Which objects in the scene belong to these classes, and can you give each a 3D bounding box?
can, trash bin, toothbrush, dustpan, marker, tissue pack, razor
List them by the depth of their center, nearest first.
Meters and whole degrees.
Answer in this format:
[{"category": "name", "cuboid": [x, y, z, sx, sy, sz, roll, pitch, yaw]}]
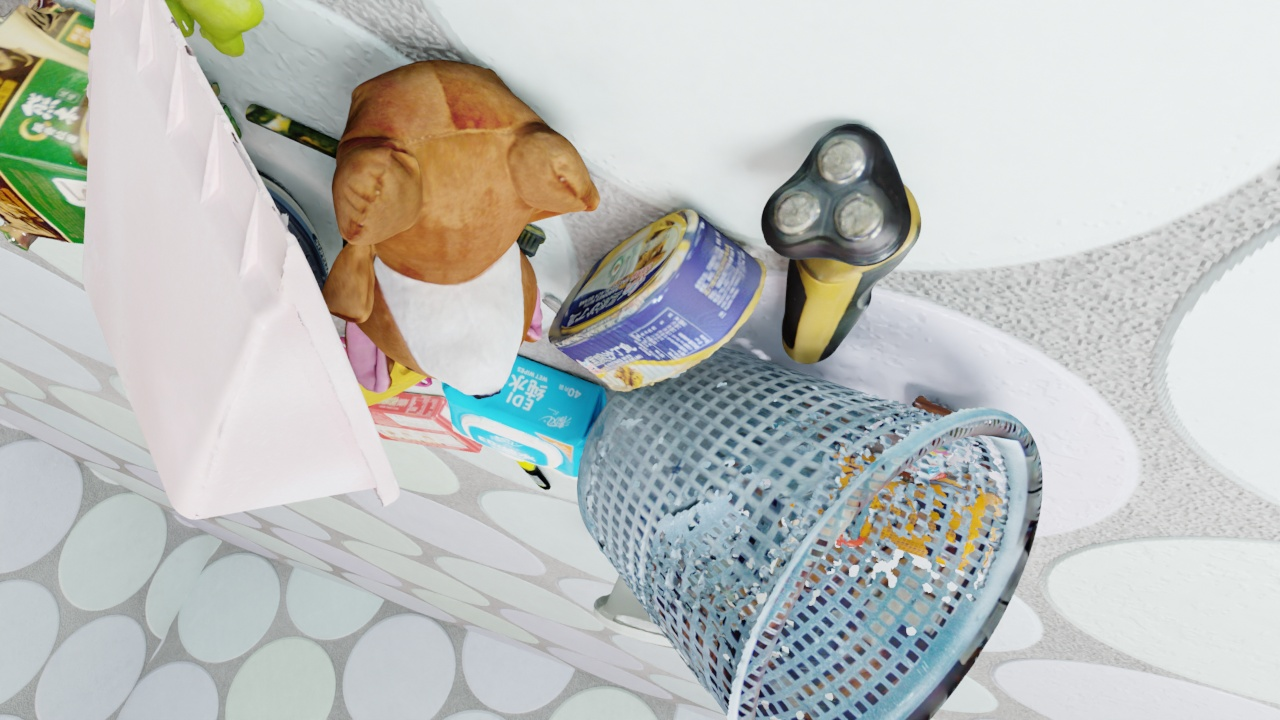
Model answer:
[{"category": "razor", "cuboid": [0.086, -0.040, 0.432, 0.067, 0.062, 0.168, -12, 159, -2]}, {"category": "dustpan", "cuboid": [-0.173, -0.046, 0.449, 0.138, 0.222, 0.274, -10, 148, -42]}, {"category": "can", "cuboid": [0.004, -0.030, 0.495, 0.049, 0.074, 0.148, 35, 155, -19]}, {"category": "trash bin", "cuboid": [0.074, 0.092, 0.521, 0.195, 0.226, 0.226, 33, 169, 45]}, {"category": "toothbrush", "cuboid": [-0.142, -0.104, 0.533, 0.186, 0.017, 0.012, 24, 163, -3]}, {"category": "can", "cuboid": [0.172, 0.098, 0.633, 0.146, 0.058, 0.058, 18, 155, 10]}, {"category": "tissue pack", "cuboid": [-0.090, 0.044, 0.737, 0.140, 0.063, 0.090, 21, 156, 4]}, {"category": "marker", "cuboid": [-0.114, 0.112, 0.959, 0.018, 0.015, 0.124, 15, 158, 17]}, {"category": "dustpan", "cuboid": [0.076, 0.267, 0.965, 0.223, 0.142, 0.258, 5, 149, 34]}]

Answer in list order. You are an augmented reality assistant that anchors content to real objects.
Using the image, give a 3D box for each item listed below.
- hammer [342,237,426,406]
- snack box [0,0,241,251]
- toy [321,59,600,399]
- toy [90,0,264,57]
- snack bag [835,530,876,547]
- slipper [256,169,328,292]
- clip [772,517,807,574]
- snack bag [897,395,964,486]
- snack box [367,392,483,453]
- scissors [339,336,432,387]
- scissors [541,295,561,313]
[{"category": "hammer", "cuboid": [-0.182, -0.035, 0.612, 0.033, 0.128, 0.302, 62, 155, 16]}, {"category": "snack box", "cuboid": [-0.306, -0.123, 0.521, 0.105, 0.117, 0.118, 16, 158, 3]}, {"category": "toy", "cuboid": [-0.091, -0.046, 0.462, 0.140, 0.130, 0.200, -10, 156, -22]}, {"category": "toy", "cuboid": [-0.233, -0.182, 0.435, 0.100, 0.031, 0.097, 4, 147, 27]}, {"category": "snack bag", "cuboid": [0.179, 0.130, 0.705, 0.048, 0.026, 0.104, 3, 178, 43]}, {"category": "slipper", "cuboid": [-0.289, -0.047, 0.680, 0.105, 0.095, 0.254, 15, 137, -19]}, {"category": "clip", "cuboid": [0.128, 0.134, 0.717, 0.035, 0.101, 0.096, 28, 129, -9]}, {"category": "snack bag", "cuboid": [0.180, 0.050, 0.567, 0.045, 0.026, 0.105, 21, 154, 12]}, {"category": "snack box", "cuboid": [-0.235, 0.060, 0.938, 0.153, 0.025, 0.075, 3, 151, 36]}, {"category": "scissors", "cuboid": [-0.220, -0.010, 0.797, 0.125, 0.017, 0.134, 36, 149, -23]}, {"category": "scissors", "cuboid": [-0.010, 0.006, 0.655, 0.175, 0.012, 0.106, 27, 155, -6]}]
